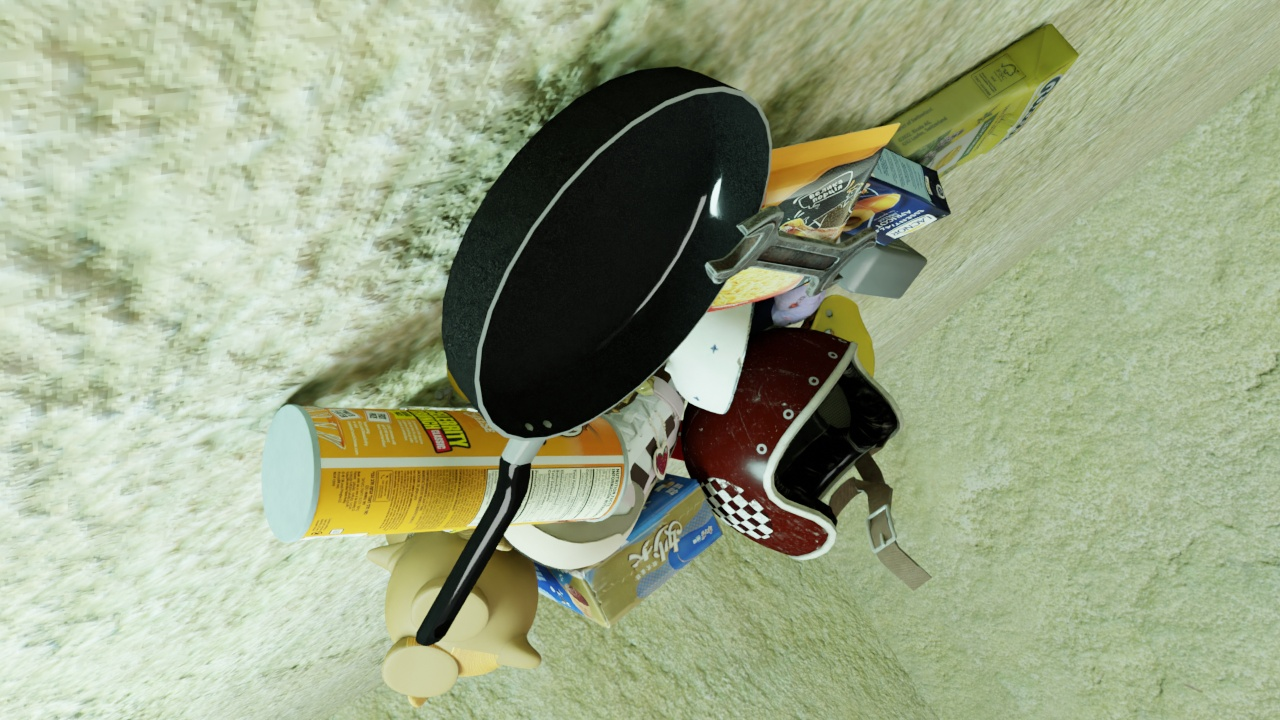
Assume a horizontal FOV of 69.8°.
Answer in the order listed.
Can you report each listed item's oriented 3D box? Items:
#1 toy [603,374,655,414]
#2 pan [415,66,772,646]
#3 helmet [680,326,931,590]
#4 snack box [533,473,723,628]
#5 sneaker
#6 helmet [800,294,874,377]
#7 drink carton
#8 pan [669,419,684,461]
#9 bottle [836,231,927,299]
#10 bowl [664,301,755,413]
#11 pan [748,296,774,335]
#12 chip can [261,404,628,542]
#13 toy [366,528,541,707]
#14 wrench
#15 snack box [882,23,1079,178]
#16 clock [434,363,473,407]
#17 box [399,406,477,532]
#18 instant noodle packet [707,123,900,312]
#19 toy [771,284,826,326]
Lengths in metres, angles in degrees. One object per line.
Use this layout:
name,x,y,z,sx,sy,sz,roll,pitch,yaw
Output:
toy,-0.005,0.005,0.805,0.100,0.062,0.076,-44,151,-25
pan,-0.050,0.011,0.487,0.203,0.044,0.356,-5,130,-59
helmet,0.165,0.092,0.943,0.232,0.253,0.235,-46,178,-38
snack box,-0.041,0.179,0.947,0.154,0.069,0.203,-33,-162,-28
sneaker,-0.021,0.078,0.847,0.117,0.112,0.293,-62,168,29
helmet,0.188,0.030,1.146,0.240,0.139,0.209,-30,175,2
drink carton,0.170,-0.124,0.683,0.129,0.040,0.064,6,157,-46
pan,0.024,0.099,1.095,0.209,0.067,0.355,8,173,43
bottle,0.176,-0.097,0.786,0.173,0.084,0.046,-2,130,-56
bowl,0.059,-0.013,0.823,0.113,0.063,0.113,155,-52,-90
pan,0.197,-0.090,1.028,0.355,0.021,0.199,-17,160,-51
chip can,-0.112,0.068,0.567,0.214,0.075,0.075,5,144,-42
toy,-0.174,0.195,0.861,0.199,0.162,0.203,-62,-161,21
wrench,0.105,-0.067,0.594,0.070,0.010,0.272,-45,165,21
snack box,0.260,-0.189,0.761,0.180,0.045,0.121,-32,167,-9
clock,-0.060,-0.018,0.585,0.152,0.052,0.113,-41,167,13
box,-0.144,0.091,0.703,0.079,0.080,0.210,4,165,2
instant noodle packet,0.069,-0.082,0.626,0.160,0.032,0.221,-13,161,-6
toy,0.163,-0.066,0.899,0.080,0.036,0.100,-32,166,1
